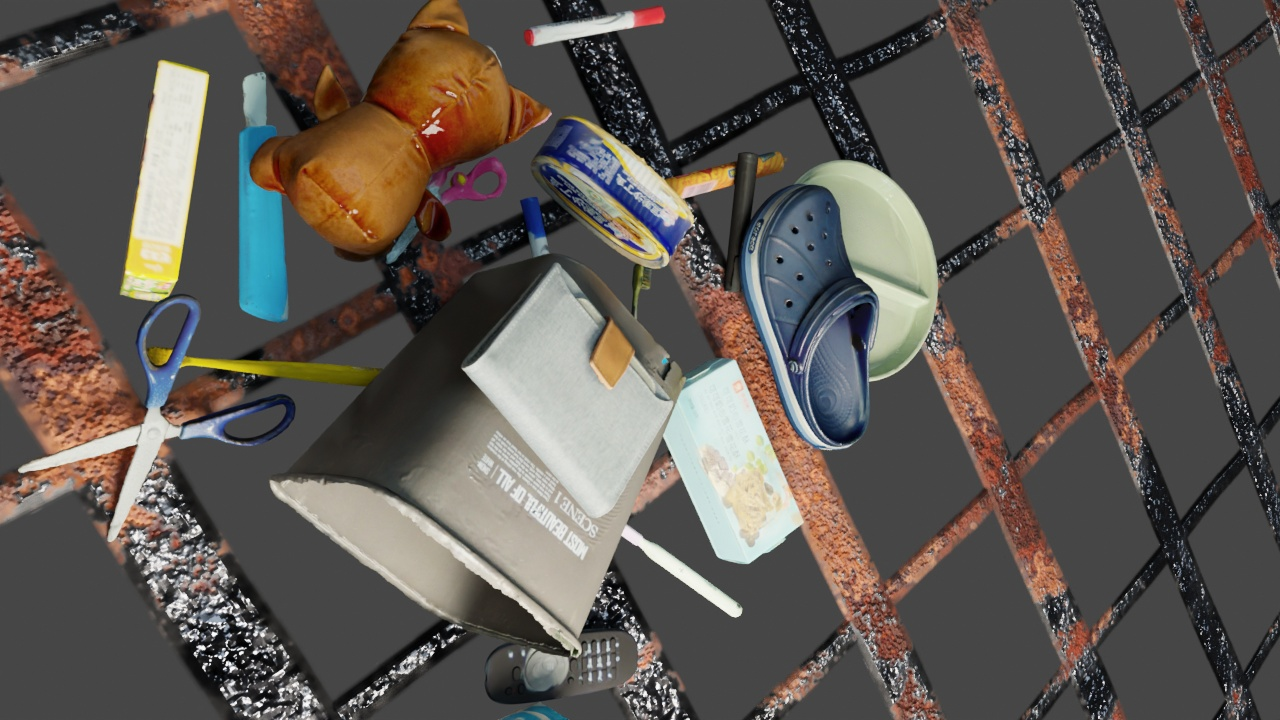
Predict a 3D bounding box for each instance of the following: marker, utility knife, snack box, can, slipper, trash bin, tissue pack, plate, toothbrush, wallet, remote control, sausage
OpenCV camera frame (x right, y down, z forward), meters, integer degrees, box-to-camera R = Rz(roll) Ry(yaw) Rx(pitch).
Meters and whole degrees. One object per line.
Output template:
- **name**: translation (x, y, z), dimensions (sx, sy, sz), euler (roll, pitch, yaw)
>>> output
- **marker**: translation (-0.079, -0.065, 0.775), dimensions (0.016, 0.017, 0.146), euler (-13, 92, -31)
- **utility knife**: translation (-0.275, -0.120, 0.664), dimensions (0.034, 0.018, 0.185), euler (1, 83, -46)
- **snack box**: translation (0.078, 0.091, 0.833), dimensions (0.074, 0.052, 0.175), euler (-29, 100, -29)
- **can**: translation (-0.023, -0.141, 0.783), dimensions (0.148, 0.075, 0.049), euler (38, 70, -22)
- **slipper**: translation (0.166, -0.039, 0.846), dimensions (0.105, 0.095, 0.253), euler (-14, 97, -32)
- **trash bin**: translation (-0.098, 0.059, 0.651), dimensions (0.199, 0.199, 0.219), euler (48, 58, -28)
- **tissue pack**: translation (-0.104, 0.308, 0.681), dimensions (0.139, 0.090, 0.063), euler (-15, 92, -31)
- **plate**: translation (0.219, -0.092, 0.948), dimensions (0.229, 0.028, 0.230), euler (3, 84, -31)
- **toothbrush**: translation (-0.005, 0.005, 0.816), dimensions (0.017, 0.012, 0.185), euler (11, 79, -40)
- **toothbrush**: translation (0.026, 0.176, 0.813), dimensions (0.020, 0.029, 0.189), euler (-41, 113, 17)
- **toothbrush**: translation (-0.254, 0.007, 0.664), dimensions (0.189, 0.017, 0.015), euler (7, 83, -30)
- **marker**: translation (0.094, -0.130, 0.867), dimensions (0.020, 0.022, 0.132), euler (6, 94, 0)
- **snack box**: translation (-0.313, -0.114, 0.601), dimensions (0.033, 0.087, 0.140), euler (7, 82, -31)
- **wallet**: translation (-0.037, 0.016, 0.571), dimensions (0.130, 0.037, 0.106), euler (52, 50, -22)
- **marker**: translation (-0.039, -0.300, 0.822), dimensions (0.145, 0.017, 0.017), euler (-22, 96, -30)
- **remote control**: translation (-0.065, 0.247, 0.749), dimensions (0.136, 0.024, 0.053), euler (2, 86, -29)
- **sausage**: translation (0.080, -0.177, 0.877), dimensions (0.164, 0.021, 0.021), euler (-21, 96, -31)

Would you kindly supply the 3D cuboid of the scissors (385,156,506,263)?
- **scissors**: translation (-0.172, -0.135, 0.730), dimensions (0.137, 0.017, 0.077), euler (-41, 106, -23)

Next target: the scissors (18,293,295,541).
- **scissors**: translation (-0.312, 0.039, 0.610), dimensions (0.162, 0.012, 0.176), euler (7, 99, -43)

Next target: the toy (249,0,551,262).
- **toy**: translation (-0.172, -0.165, 0.672), dimensions (0.199, 0.130, 0.140), euler (-48, 121, -8)
